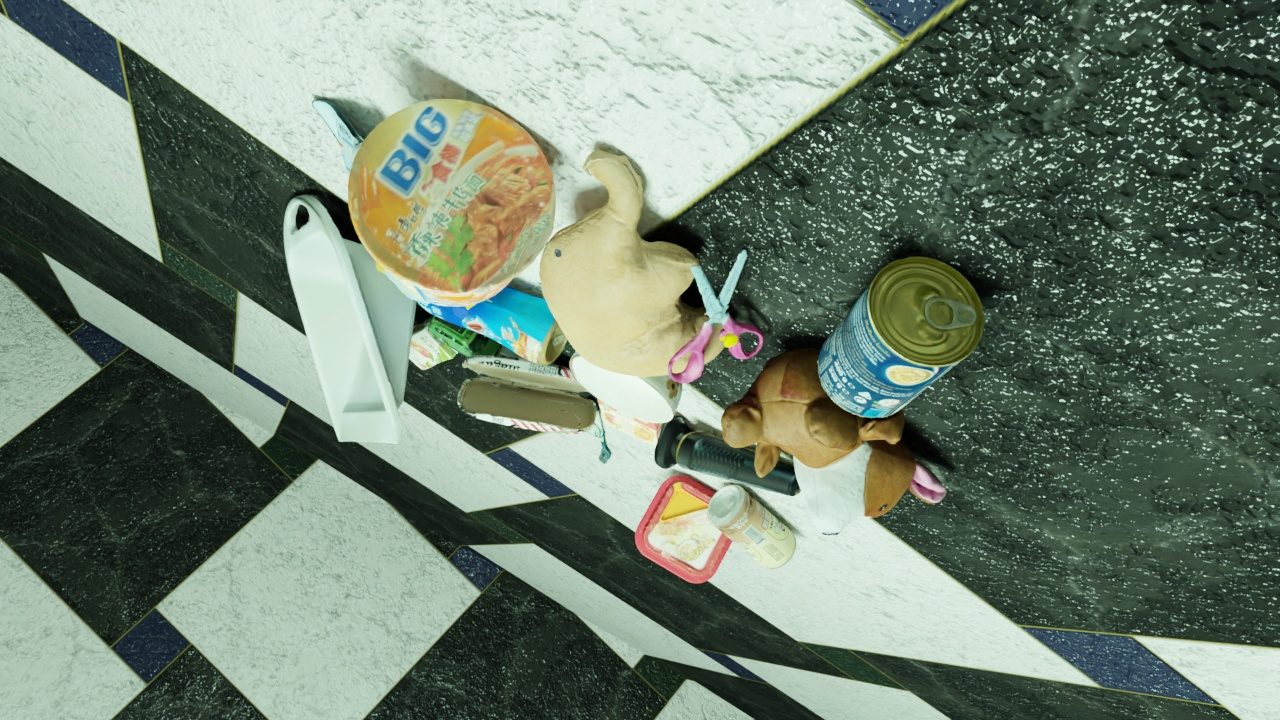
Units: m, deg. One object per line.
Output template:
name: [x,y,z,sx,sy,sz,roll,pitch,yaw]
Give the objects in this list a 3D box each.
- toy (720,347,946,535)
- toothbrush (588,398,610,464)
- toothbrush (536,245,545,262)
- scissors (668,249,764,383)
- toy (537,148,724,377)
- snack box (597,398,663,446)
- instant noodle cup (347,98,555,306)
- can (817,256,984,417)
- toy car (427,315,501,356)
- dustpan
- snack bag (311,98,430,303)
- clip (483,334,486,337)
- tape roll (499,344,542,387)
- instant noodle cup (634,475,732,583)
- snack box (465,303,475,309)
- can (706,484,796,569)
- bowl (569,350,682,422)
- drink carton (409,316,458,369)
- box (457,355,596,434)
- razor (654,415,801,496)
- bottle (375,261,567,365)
toy: [0.166,0.081,0.780,0.140,0.130,0.199,2,154,40]
toothbrush: [-0.056,0.095,1.200,0.016,0.018,0.192,24,157,17]
toothbrush: [-0.077,-0.075,0.870,0.029,0.020,0.190,-11,142,14]
scissors: [0.053,-0.029,0.722,0.017,0.113,0.134,60,-178,39]
toy: [-0.017,-0.065,0.738,0.144,0.082,0.226,-12,139,18]
snack box: [-0.011,0.044,1.028,0.075,0.025,0.153,24,157,16]
instant noodle cup: [-0.147,-0.112,0.723,0.151,0.151,0.111,32,166,-5]
can: [0.171,-0.011,0.622,0.075,0.075,0.111,29,158,4]
toy car: [-0.208,-0.030,1.090,0.091,0.043,0.036,31,158,-3]
dustpan: [-0.354,-0.046,1.049,0.142,0.257,0.223,16,168,-32]
snack bag: [-0.243,-0.145,0.854,0.110,0.038,0.191,51,161,40]
clip: [-0.170,-0.048,1.027,0.072,0.034,0.100,40,164,-23]
tape roll: [-0.156,0.008,1.144,0.086,0.013,0.086,25,157,11]
instant noodle cup: [0.058,0.224,1.223,0.116,0.116,0.124,30,169,1]
snack box: [-0.180,-0.115,0.856,0.087,0.033,0.141,49,164,14]
can: [0.139,0.207,1.143,0.116,0.058,0.059,42,155,-27]
bowl: [-0.005,0.005,0.891,0.113,0.062,0.114,27,159,11]
drink carton: [-0.262,-0.026,1.161,0.053,0.045,0.123,48,152,-15]
box: [-0.127,0.027,1.058,0.163,0.076,0.088,10,127,0]
razor: [0.099,0.110,1.010,0.167,0.062,0.067,16,-175,18]
bottle: [-0.178,-0.066,0.953,0.219,0.065,0.065,25,157,14]
